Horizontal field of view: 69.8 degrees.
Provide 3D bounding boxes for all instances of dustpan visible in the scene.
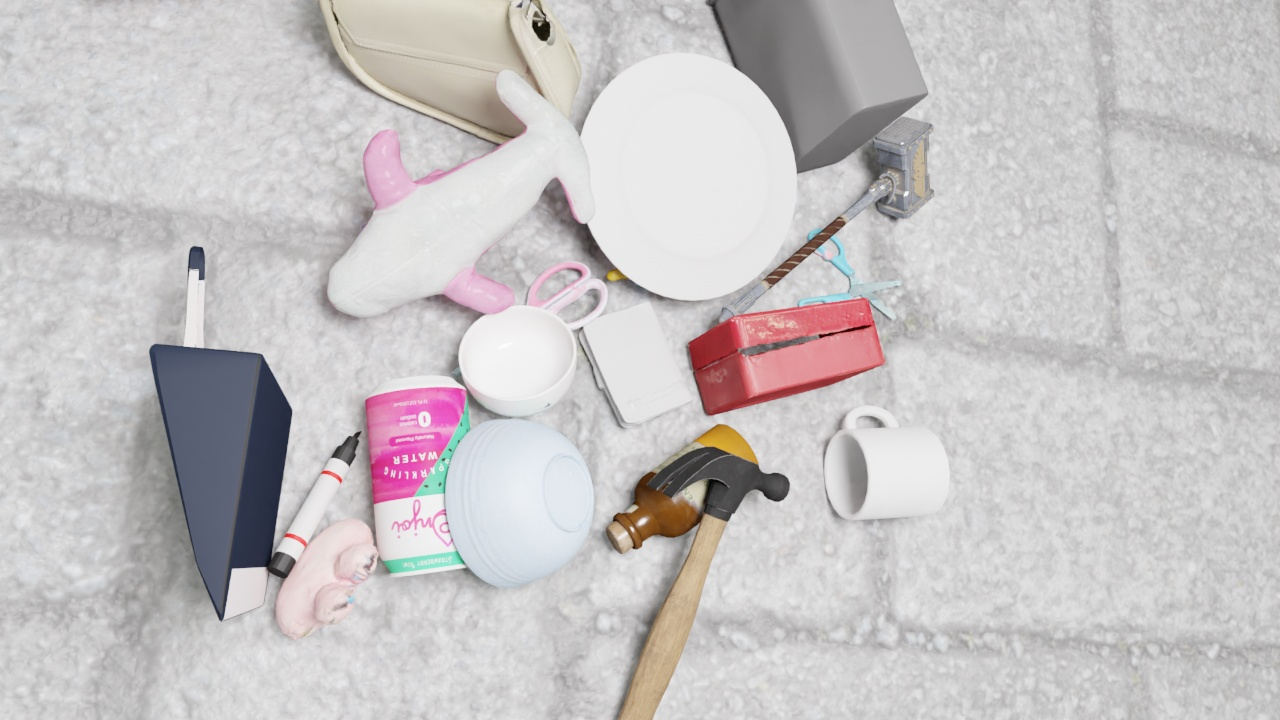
[{"bbox_3d":[-0.320,0.048,0.696,0.080,0.237,0.272,7,76,-15],"label":"dustpan"}]

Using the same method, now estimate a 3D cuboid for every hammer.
[{"bbox_3d":[0.195,-0.133,0.963,0.321,0.098,0.044,-39,47,-21],"label":"hammer"},{"bbox_3d":[0.030,0.228,0.832,0.132,0.040,0.305,23,87,-33],"label":"hammer"}]

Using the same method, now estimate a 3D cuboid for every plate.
[{"bbox_3d":[0.054,-0.180,0.902,0.242,0.016,0.242,-1,93,-23],"label":"plate"}]

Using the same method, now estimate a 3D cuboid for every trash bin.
[{"bbox_3d":[0.178,-0.332,0.954,0.097,0.192,0.220,-18,86,-20],"label":"trash bin"}]

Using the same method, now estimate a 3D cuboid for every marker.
[{"bbox_3d":[-0.276,0.119,0.791,0.019,0.019,0.145,28,52,-10],"label":"marker"}]

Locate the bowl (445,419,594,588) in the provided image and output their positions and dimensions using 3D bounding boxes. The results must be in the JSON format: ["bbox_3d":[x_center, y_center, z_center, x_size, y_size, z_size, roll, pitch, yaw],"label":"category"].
[{"bbox_3d":[-0.089,0.119,0.796,0.150,0.075,0.150,29,55,-51],"label":"bowl"}]

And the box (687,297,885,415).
[{"bbox_3d":[0.141,-0.010,0.906,0.158,0.129,0.086,-12,81,-19],"label":"box"}]

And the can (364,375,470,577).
[{"bbox_3d":[-0.190,0.101,0.803,0.088,0.088,0.165,-5,80,-18],"label":"can"}]

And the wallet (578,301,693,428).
[{"bbox_3d":[-0.005,0.005,0.910,0.086,0.032,0.116,-16,75,-21],"label":"wallet"}]

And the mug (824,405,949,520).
[{"bbox_3d":[0.246,0.101,0.939,0.090,0.091,0.121,0,61,-17],"label":"mug"}]

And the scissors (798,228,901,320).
[{"bbox_3d":[0.222,-0.078,1.007,0.136,0.015,0.125,40,71,0],"label":"scissors"}]

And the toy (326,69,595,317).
[{"bbox_3d":[-0.173,-0.138,0.836,0.265,0.128,0.187,-36,116,-4],"label":"toy"}]

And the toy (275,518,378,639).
[{"bbox_3d":[-0.255,0.181,0.760,0.053,0.105,0.108,43,61,-26],"label":"toy"}]

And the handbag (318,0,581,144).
[{"bbox_3d":[-0.167,-0.313,0.859,0.229,0.184,0.131,12,72,3],"label":"handbag"}]

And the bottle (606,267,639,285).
[{"bbox_3d":[0.030,-0.109,0.934,0.146,0.051,0.051,-23,86,-20],"label":"bottle"}]

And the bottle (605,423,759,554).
[{"bbox_3d":[0.036,0.128,0.877,0.156,0.068,0.068,-33,89,-20],"label":"bottle"}]

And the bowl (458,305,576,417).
[{"bbox_3d":[-0.109,0.006,0.837,0.105,0.054,0.104,0,56,0],"label":"bowl"}]

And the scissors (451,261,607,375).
[{"bbox_3d":[-0.110,-0.034,0.888,0.174,0.017,0.076,-36,68,-16],"label":"scissors"}]
